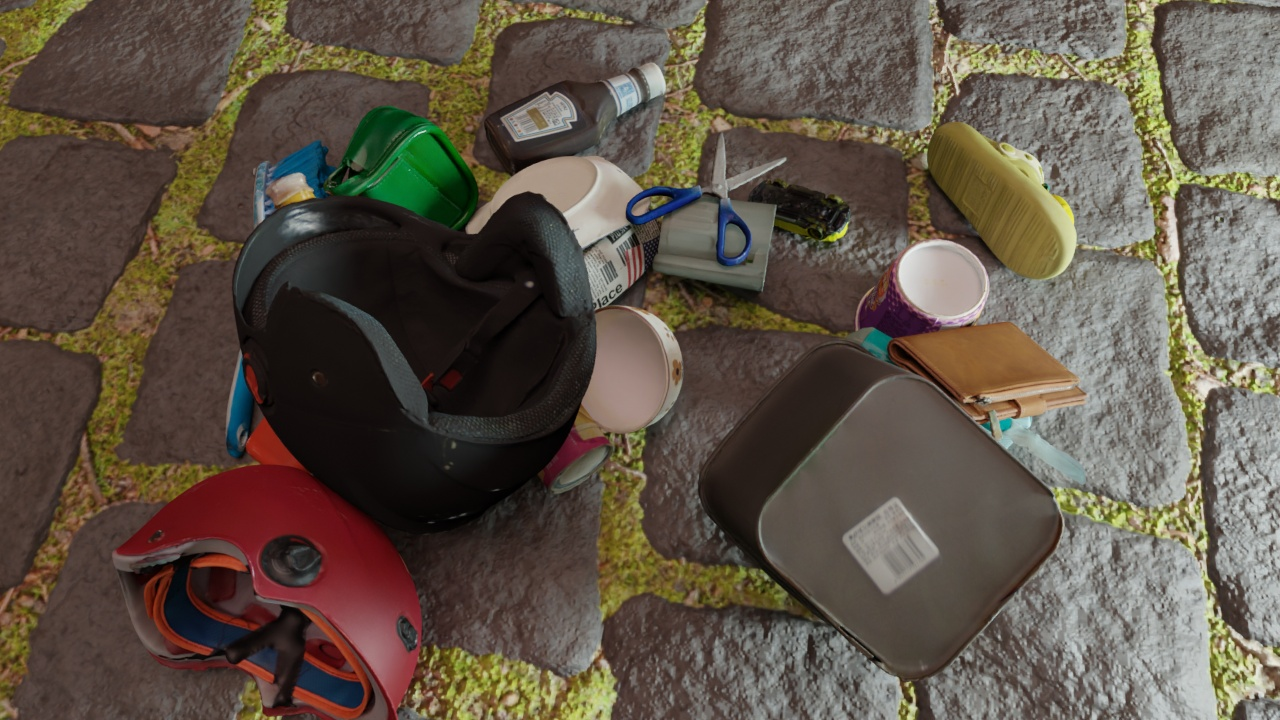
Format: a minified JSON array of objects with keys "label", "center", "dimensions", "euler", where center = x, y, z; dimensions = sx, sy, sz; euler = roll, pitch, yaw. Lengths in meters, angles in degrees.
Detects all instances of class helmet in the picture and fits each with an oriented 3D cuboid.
[{"label":"helmet","center":[-0.258,0.170,0.695],"dimensions":[0.240,0.207,0.143],"euler":[23,45,5]},{"label":"helmet","center":[-0.171,-0.005,0.688],"dimensions":[0.275,0.231,0.232],"euler":[34,39,19]}]

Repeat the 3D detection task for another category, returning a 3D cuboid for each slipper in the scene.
[{"label":"slipper","center":[0.366,-0.169,0.903],"dimensions":[0.081,0.092,0.190],"euler":[-28,65,-15]}]

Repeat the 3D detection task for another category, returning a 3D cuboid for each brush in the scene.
[{"label":"brush","center":[-0.342,-0.065,0.878],"dimensions":[0.109,0.060,0.314],"euler":[-11,68,1]}]

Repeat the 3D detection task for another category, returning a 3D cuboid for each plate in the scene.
[{"label":"plate","center":[-0.088,-0.151,0.885],"dimensions":[0.164,0.034,0.163],"euler":[-31,42,-9]}]

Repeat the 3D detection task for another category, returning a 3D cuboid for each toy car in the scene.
[{"label":"toy car","center":[0.158,-0.149,0.924],"dimensions":[0.105,0.032,0.048],"euler":[23,67,23]}]

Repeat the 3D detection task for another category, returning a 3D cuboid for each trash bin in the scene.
[{"label":"trash bin","center":[0.165,0.104,0.665],"dimensions":[0.199,0.219,0.198],"euler":[42,92,1]}]

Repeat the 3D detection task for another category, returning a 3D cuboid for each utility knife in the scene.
[{"label":"utility knife","center":[0.270,0.035,0.764],"dimensions":[0.221,0.013,0.029],"euler":[35,67,18]}]

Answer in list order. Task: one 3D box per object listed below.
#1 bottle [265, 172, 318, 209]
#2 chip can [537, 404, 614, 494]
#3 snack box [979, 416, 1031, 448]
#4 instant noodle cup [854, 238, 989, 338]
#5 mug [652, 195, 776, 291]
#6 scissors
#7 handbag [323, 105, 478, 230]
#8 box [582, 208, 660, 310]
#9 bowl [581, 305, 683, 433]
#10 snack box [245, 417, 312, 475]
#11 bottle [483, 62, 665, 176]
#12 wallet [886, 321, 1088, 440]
[{"label":"bottle","center":[-0.275,-0.079,0.834],"dimensions":[0.068,0.068,0.189],"euler":[-30,96,-13]},{"label":"chip can","center":[-0.110,0.017,0.825],"dimensions":[0.071,0.071,0.210],"euler":[-33,69,-14]},{"label":"snack box","center":[0.246,0.039,0.813],"dimensions":[0.175,0.074,0.051],"euler":[7,65,3]},{"label":"instant noodle cup","center":[0.262,-0.053,0.843],"dimensions":[0.111,0.099,0.111],"euler":[0,63,0]},{"label":"mug","center":[0.070,-0.106,0.863],"dimensions":[0.103,0.084,0.123],"euler":[10,31,7]},{"label":"scissors","center":[0.066,-0.150,0.846],"dimensions":[0.175,0.012,0.162],"euler":[-14,56,-11]},{"label":"handbag","center":[-0.228,-0.169,0.881],"dimensions":[0.068,0.131,0.120],"euler":[32,75,30]},{"label":"box","center":[-0.038,-0.083,0.866],"dimensions":[0.163,0.081,0.075],"euler":[-44,100,-25]},{"label":"bowl","center":[-0.005,0.005,0.825],"dimensions":[0.062,0.114,0.113],"euler":[-12,57,-52]},{"label":"snack box","center":[-0.283,0.070,0.793],"dimensions":[0.082,0.091,0.080],"euler":[34,76,15]},{"label":"bottle","center":[-0.065,-0.262,0.971],"dimensions":[0.194,0.044,0.080],"euler":[-28,68,-13]},{"label":"wallet","center":[0.288,0.010,0.749],"dimensions":[0.130,0.035,0.119],"euler":[-7,41,-24]}]
